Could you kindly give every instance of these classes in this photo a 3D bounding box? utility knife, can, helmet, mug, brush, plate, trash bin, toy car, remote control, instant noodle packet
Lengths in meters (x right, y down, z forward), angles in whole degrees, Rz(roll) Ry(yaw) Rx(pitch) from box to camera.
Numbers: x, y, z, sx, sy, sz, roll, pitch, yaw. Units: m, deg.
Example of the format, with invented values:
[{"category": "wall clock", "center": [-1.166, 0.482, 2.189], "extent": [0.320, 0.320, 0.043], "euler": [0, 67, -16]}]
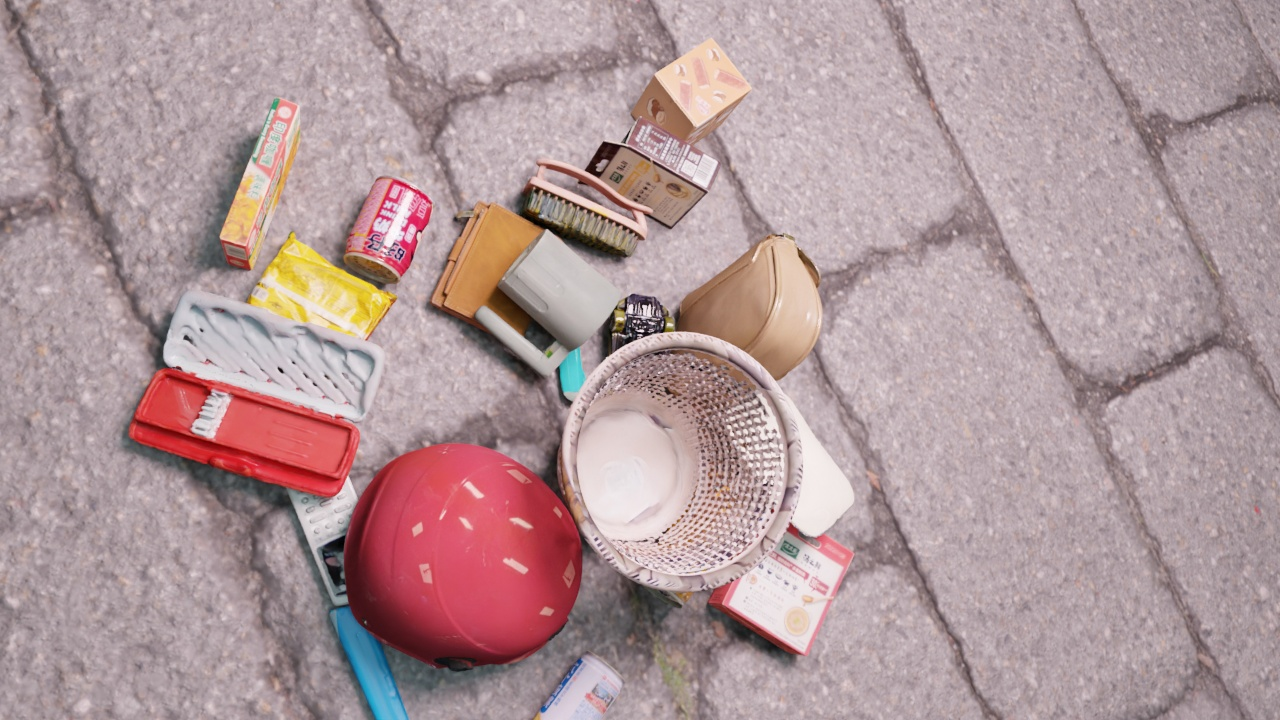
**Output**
[{"category": "utility knife", "center": [-0.080, -0.036, 1.008], "extent": [0.029, 0.013, 0.178], "euler": [-2, 75, -18]}, {"category": "can", "center": [-0.074, 0.354, 0.898], "extent": [0.053, 0.053, 0.134], "euler": [42, 68, -5]}, {"category": "can", "center": [0.059, 0.187, 0.978], "extent": [0.058, 0.058, 0.145], "euler": [38, 69, -7]}, {"category": "helmet", "center": [-0.148, 0.180, 0.857], "extent": [0.240, 0.144, 0.206], "euler": [26, 62, -16]}, {"category": "mug", "center": [-0.098, -0.058, 0.954], "extent": [0.103, 0.083, 0.124], "euler": [42, 91, -15]}, {"category": "brush", "center": [-0.058, -0.168, 1.018], "extent": [0.145, 0.063, 0.073], "euler": [21, 82, -14]}, {"category": "plate", "center": [0.157, 0.115, 1.010], "extent": [0.164, 0.034, 0.163], "euler": [55, 33, 11]}, {"category": "trash bin", "center": [0.012, 0.100, 0.884], "extent": [0.227, 0.192, 0.227], "euler": [3, 81, -18]}, {"category": "can", "center": [-0.258, -0.133, 0.941], "extent": [0.066, 0.067, 0.093], "euler": [23, 71, -12]}, {"category": "toy car", "center": [-0.006, 0.006, 1.005], "extent": [0.070, 0.042, 0.158], "euler": [8, 88, -16]}, {"category": "utility knife", "center": [-0.240, 0.327, 0.866], "extent": [0.034, 0.018, 0.208], "euler": [-22, 84, -23]}, {"category": "remote control", "center": [-0.295, 0.160, 0.886], "extent": [0.058, 0.021, 0.150], "euler": [-23, 85, -22]}, {"category": "instant noodle packet", "center": [-0.327, -0.053, 0.913], "extent": [0.128, 0.044, 0.110], "euler": [32, 72, -7]}]

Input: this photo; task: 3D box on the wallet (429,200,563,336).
[{"category": "wallet", "center": [-0.157, -0.099, 0.984], "extent": [0.119, 0.035, 0.130], "euler": [26, 71, -13]}]

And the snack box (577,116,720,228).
[{"category": "snack box", "center": [0.008, -0.209, 1.022], "extent": [0.125, 0.113, 0.053], "euler": [29, 69, -11]}]

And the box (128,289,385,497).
[{"category": "box", "center": [-0.358, 0.032, 0.867], "extent": [0.201, 0.050, 0.160], "euler": [18, 81, -5]}]

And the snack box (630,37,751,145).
[{"category": "snack box", "center": [0.058, -0.304, 1.072], "extent": [0.094, 0.093, 0.077], "euler": [-39, 92, -22]}]

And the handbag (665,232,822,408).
[{"category": "handbag", "center": [0.111, -0.034, 0.974], "extent": [0.099, 0.205, 0.147], "euler": [20, 59, -26]}]

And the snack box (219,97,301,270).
[{"category": "snack box", "center": [-0.373, -0.173, 0.907], "extent": [0.027, 0.077, 0.155], "euler": [18, 73, -14]}]

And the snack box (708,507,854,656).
[{"category": "snack box", "center": [0.154, 0.238, 1.006], "extent": [0.113, 0.044, 0.127], "euler": [34, 71, -8]}]
